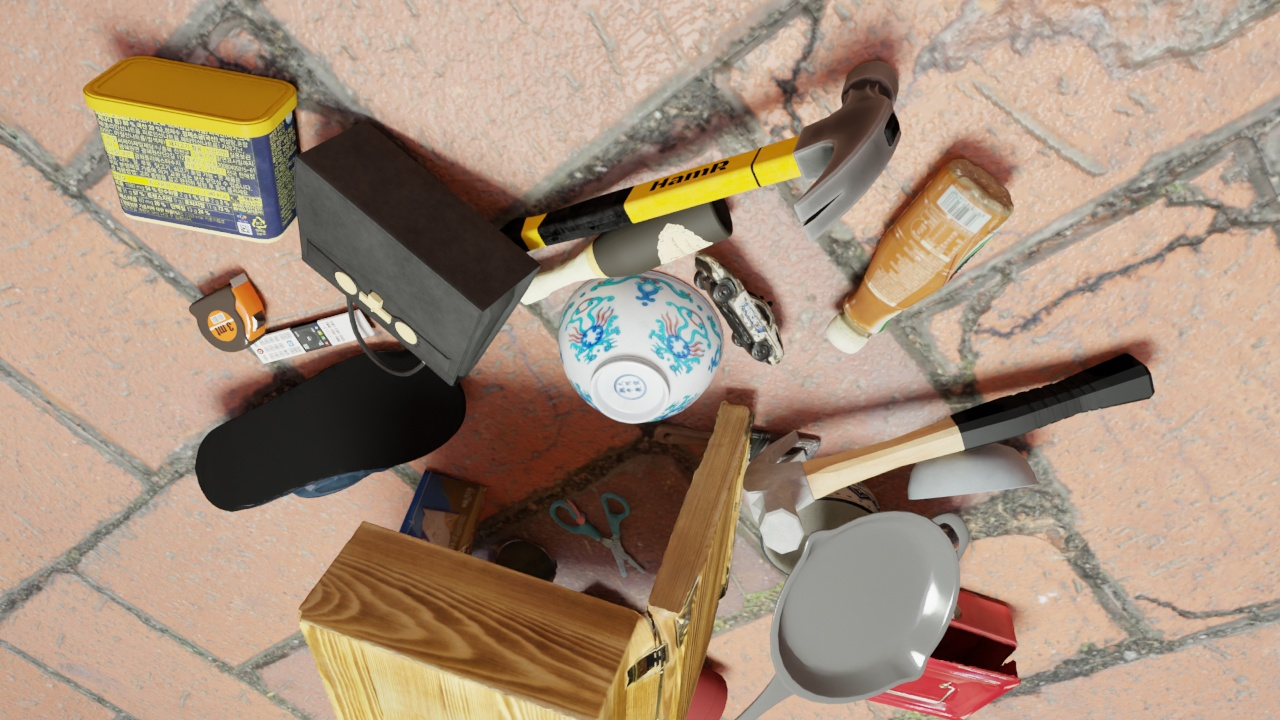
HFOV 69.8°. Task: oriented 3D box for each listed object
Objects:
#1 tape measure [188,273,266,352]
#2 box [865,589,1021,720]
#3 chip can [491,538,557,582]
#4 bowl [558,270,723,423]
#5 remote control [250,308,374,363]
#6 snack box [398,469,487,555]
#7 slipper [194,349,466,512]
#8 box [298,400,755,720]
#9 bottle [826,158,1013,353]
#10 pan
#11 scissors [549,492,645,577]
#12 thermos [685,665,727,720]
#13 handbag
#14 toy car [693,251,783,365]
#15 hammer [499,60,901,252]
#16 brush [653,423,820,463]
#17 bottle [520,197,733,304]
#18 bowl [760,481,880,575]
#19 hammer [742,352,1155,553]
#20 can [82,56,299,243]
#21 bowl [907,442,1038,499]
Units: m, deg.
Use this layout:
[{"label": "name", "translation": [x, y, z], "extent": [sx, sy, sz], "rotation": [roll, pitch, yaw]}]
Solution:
[{"label": "tape measure", "translation": [-0.362, -0.040, 0.819], "extent": [0.058, 0.038, 0.059], "rotation": [-20, 108, 22]}, {"label": "box", "translation": [0.287, 0.294, 0.943], "extent": [0.157, 0.097, 0.130], "rotation": [17, 133, -8]}, {"label": "chip can", "translation": [-0.160, 0.293, 1.020], "extent": [0.073, 0.073, 0.234], "rotation": [21, 127, -7]}, {"label": "bowl", "translation": [-0.005, 0.005, 0.768], "extent": [0.144, 0.074, 0.144], "rotation": [5, 128, 6]}, {"label": "remote control", "translation": [-0.300, -0.023, 0.835], "extent": [0.124, 0.011, 0.028], "rotation": [-13, 124, 18]}, {"label": "snack box", "translation": [-0.221, 0.239, 0.934], "extent": [0.069, 0.154, 0.203], "rotation": [16, 128, -5]}, {"label": "slipper", "translation": [-0.282, 0.066, 0.869], "extent": [0.266, 0.083, 0.109], "rotation": [-21, 83, 9]}, {"label": "box", "translation": [-0.056, 0.213, 0.800], "extent": [0.286, 0.335, 0.280], "rotation": [16, 132, 15]}, {"label": "bottle", "translation": [0.200, -0.070, 0.686], "extent": [0.059, 0.059, 0.168], "rotation": [28, 127, -12]}, {"label": "pan", "translation": [0.150, 0.258, 0.813], "extent": [0.354, 0.024, 0.216], "rotation": [-40, 117, -5]}, {"label": "scissors", "translation": [-0.023, 0.178, 0.950], "extent": [0.095, 0.015, 0.142], "rotation": [-30, 124, 28]}, {"label": "thermos", "translation": [-0.008, 0.352, 1.028], "extent": [0.198, 0.084, 0.108], "rotation": [36, 106, -20]}, {"label": "handbag", "translation": [-0.197, -0.055, 0.741], "extent": [0.176, 0.072, 0.196], "rotation": [40, 138, 4]}, {"label": "toy car", "translation": [0.082, -0.044, 0.737], "extent": [0.040, 0.048, 0.113], "rotation": [-39, 118, -3]}, {"label": "hammer", "translation": [0.020, -0.115, 0.647], "extent": [0.325, 0.169, 0.034], "rotation": [-10, 126, 32]}, {"label": "brush", "translation": [0.087, 0.077, 0.848], "extent": [0.151, 0.012, 0.039], "rotation": [9, 127, 1]}, {"label": "bottle", "translation": [-0.019, -0.084, 0.721], "extent": [0.185, 0.045, 0.045], "rotation": [-20, 122, 23]}, {"label": "bowl", "translation": [0.171, 0.149, 0.861], "extent": [0.115, 0.059, 0.116], "rotation": [5, 128, 6]}, {"label": "hammer", "translation": [0.244, 0.065, 0.753], "extent": [0.328, 0.131, 0.039], "rotation": [-19, 109, 9]}, {"label": "can", "translation": [-0.331, -0.158, 0.698], "extent": [0.135, 0.075, 0.105], "rotation": [11, 131, 1]}, {"label": "bowl", "translation": [0.282, 0.094, 0.790], "extent": [0.106, 0.039, 0.106], "rotation": [-7, 171, -1]}]
